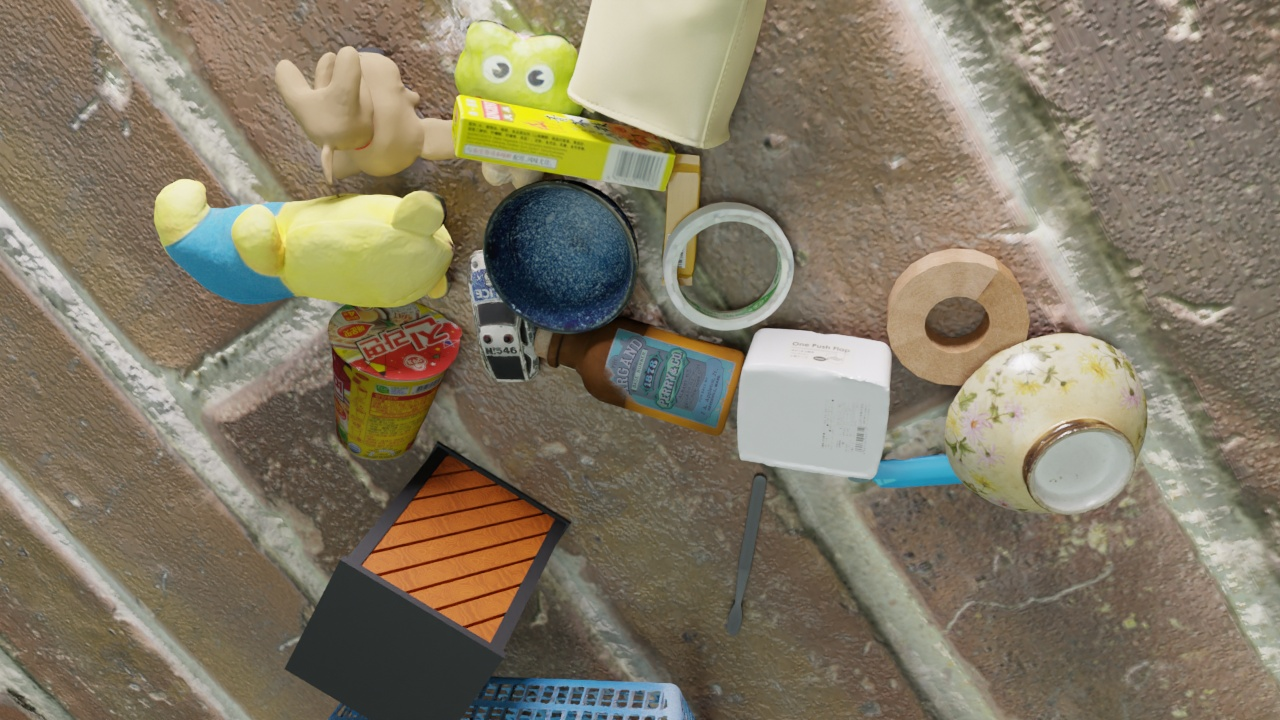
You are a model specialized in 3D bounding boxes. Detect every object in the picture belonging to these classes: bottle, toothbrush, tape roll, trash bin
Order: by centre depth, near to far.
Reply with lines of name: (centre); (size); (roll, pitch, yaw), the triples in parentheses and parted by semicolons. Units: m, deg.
tape roll: (0.222, -0.030, 0.647); (0.094, 0.027, 0.094); (6, 117, 12)
tape roll: (0.063, -0.067, 0.662); (0.094, 0.018, 0.094); (-1, 118, -3)
bottle: (-0.004, 0.004, 0.700); (0.157, 0.067, 0.068); (17, 118, 6)
trash bin: (-0.174, 0.196, 0.779); (0.139, 0.171, 0.140); (32, 119, -2)
toothbrush: (0.091, 0.169, 0.789); (0.013, 0.013, 0.168); (11, 116, 9)

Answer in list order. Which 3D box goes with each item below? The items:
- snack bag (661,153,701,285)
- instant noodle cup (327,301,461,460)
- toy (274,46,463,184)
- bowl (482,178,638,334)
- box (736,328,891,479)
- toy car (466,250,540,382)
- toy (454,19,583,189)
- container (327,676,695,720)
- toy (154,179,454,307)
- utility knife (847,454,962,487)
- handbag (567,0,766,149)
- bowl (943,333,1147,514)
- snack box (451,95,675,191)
snack bag: (0.029, -0.101, 0.667); (0.026, 0.020, 0.099); (5, 117, 6)
instant noodle cup: (-0.211, 0.021, 0.752); (0.100, 0.100, 0.113); (25, 127, 1)
toy: (-0.198, -0.172, 0.647); (0.134, 0.108, 0.106); (-5, 93, 17)
bowl: (-0.052, -0.083, 0.674); (0.114, 0.060, 0.114); (5, 117, 10)
box: (0.135, 0.022, 0.693); (0.107, 0.095, 0.103); (9, 129, 16)
toy car: (-0.109, -0.033, 0.725); (0.048, 0.040, 0.113); (-1, 115, 14)
toy: (-0.087, -0.174, 0.647); (0.092, 0.043, 0.118); (11, 122, -3)
container: (-0.097, 0.378, 0.860); (0.363, 0.089, 0.257); (-3, 137, 16)
toy: (-0.239, -0.081, 0.682); (0.214, 0.149, 0.084); (4, 87, 5)
utility knife: (0.242, 0.080, 0.702); (0.175, 0.015, 0.031); (-6, 111, 11)
handbag: (0.020, -0.211, 0.585); (0.111, 0.081, 0.119); (23, 121, 11)
bowl: (0.291, 0.059, 0.634); (0.145, 0.063, 0.145); (-1, 118, -3)
snack box: (-0.051, -0.146, 0.620); (0.148, 0.040, 0.029); (6, 125, -19)
